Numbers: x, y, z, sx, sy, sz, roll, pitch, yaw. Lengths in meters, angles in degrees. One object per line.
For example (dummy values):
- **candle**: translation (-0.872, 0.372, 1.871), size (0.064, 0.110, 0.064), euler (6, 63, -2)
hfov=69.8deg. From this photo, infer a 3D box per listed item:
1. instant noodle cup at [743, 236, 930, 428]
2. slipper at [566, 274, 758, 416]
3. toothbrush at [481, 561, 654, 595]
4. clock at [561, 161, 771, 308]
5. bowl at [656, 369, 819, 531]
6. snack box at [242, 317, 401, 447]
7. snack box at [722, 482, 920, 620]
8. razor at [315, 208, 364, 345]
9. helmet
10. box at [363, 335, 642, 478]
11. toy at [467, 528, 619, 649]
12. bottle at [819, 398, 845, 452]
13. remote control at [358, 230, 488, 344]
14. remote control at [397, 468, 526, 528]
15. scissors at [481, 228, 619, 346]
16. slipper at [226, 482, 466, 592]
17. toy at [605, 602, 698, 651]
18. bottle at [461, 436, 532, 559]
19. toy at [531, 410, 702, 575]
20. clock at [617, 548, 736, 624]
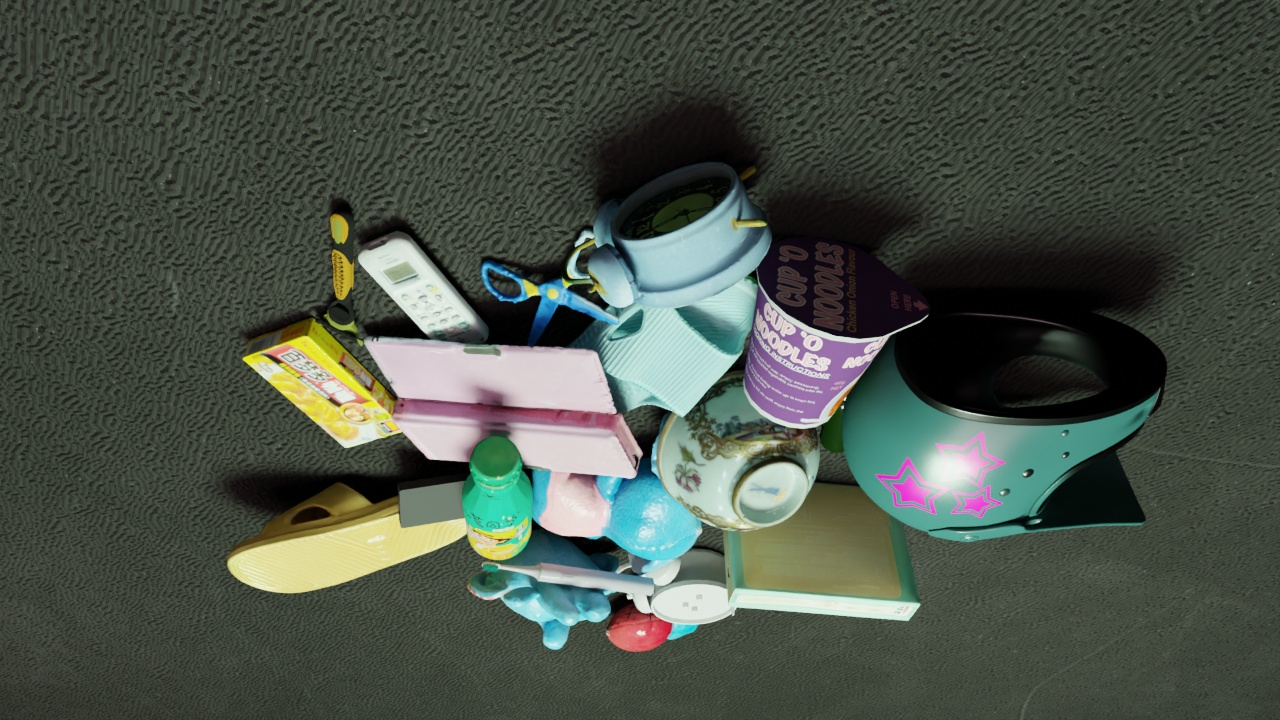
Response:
- **instant noodle cup**: translation (0.146, -0.013, 0.747), size (0.137, 0.121, 0.122), euler (13, 133, 0)
- **slipper**: translation (-0.005, 0.005, 0.820), size (0.116, 0.069, 0.277), euler (35, 128, -28)
- **toothbrush**: translation (-0.076, 0.229, 0.976), size (0.188, 0.019, 0.018), euler (12, 118, -16)
- **clock**: translation (0.018, -0.088, 0.680), size (0.162, 0.117, 0.060), euler (-20, 123, 13)
- **bowl**: translation (0.104, 0.100, 0.858), size (0.159, 0.094, 0.160), euler (-8, 119, -16)
- **snack box**: translation (-0.296, 0.025, 0.875), size (0.075, 0.025, 0.152), euler (-16, 135, 18)
- **snack box**: translation (0.186, 0.195, 0.971), size (0.193, 0.141, 0.044), euler (6, 137, -6)
- **razor**: translation (-0.251, -0.070, 0.772), size (0.044, 0.021, 0.144), euler (27, 137, 7)
- **helmet**: translation (0.313, 0.065, 0.799), size (0.275, 0.176, 0.201), euler (0, 136, 1)
- **box**: translation (-0.128, 0.048, 0.847), size (0.233, 0.039, 0.179), euler (2, 144, 20)
- **toy**: translation (-0.093, 0.266, 1.038), size (0.183, 0.181, 0.115), euler (-2, 103, -27)
- **bottle**: translation (0.195, 0.040, 0.880), size (0.033, 0.033, 0.123), euler (-1, 137, 1)
- **remote control**: translation (-0.182, -0.057, 0.784), size (0.050, 0.022, 0.133), euler (-17, 135, 19)
- **remote control**: translation (-0.189, 0.144, 0.978), size (0.133, 0.013, 0.058), euler (-5, 128, -21)
- **scissors**: translation (-0.073, -0.061, 0.771), size (0.125, 0.013, 0.127), euler (26, 122, -5)
- **slipper**: translation (-0.315, 0.183, 1.017), size (0.263, 0.078, 0.100), euler (-15, 132, -8)
- **toy**: translation (0.020, 0.346, 1.207), size (0.132, 0.062, 0.092), euler (-5, 158, -20)
- **bottle**: translation (-0.138, 0.132, 0.883), size (0.068, 0.068, 0.210), euler (5, 152, -5)
- **toy**: translation (-0.026, 0.140, 0.956), size (0.191, 0.098, 0.225), euler (13, 134, 1)
- **clock**: translation (0.045, 0.276, 1.122), size (0.159, 0.061, 0.120), euler (9, 138, -12)
